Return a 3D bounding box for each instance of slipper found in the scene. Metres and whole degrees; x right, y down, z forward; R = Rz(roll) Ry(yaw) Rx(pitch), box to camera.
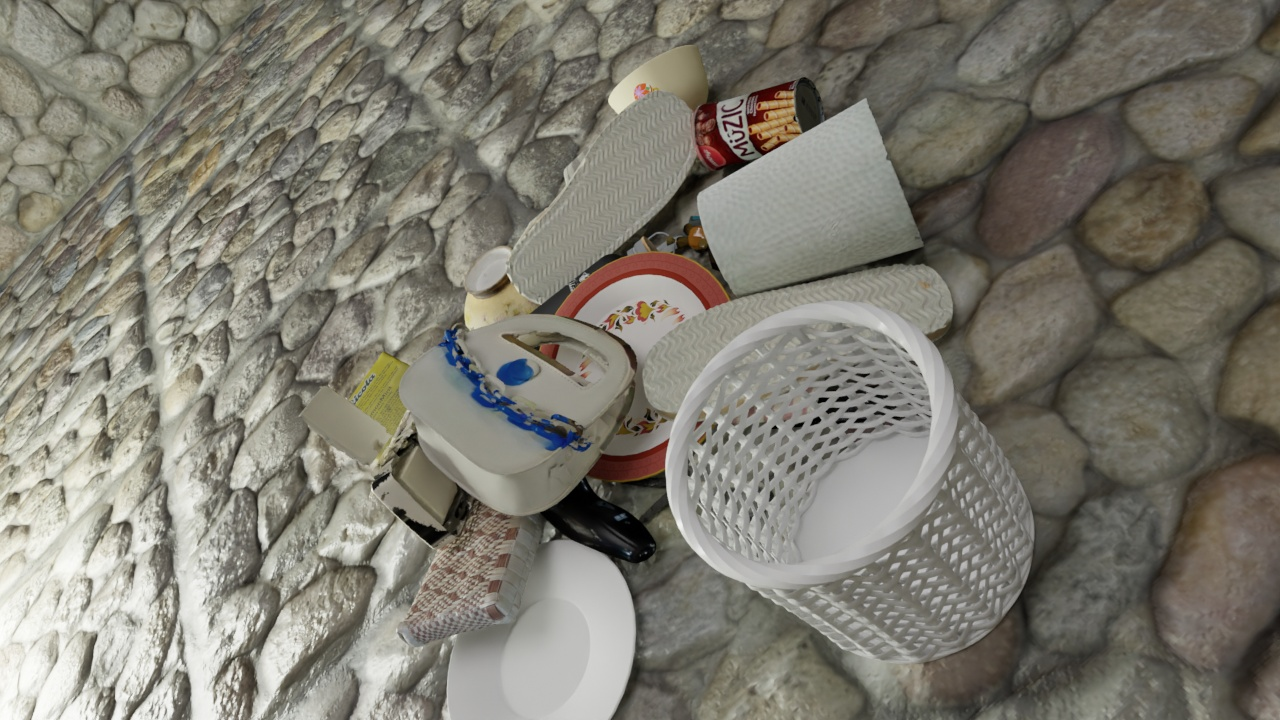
[{"bbox_3d":[-0.041,-0.175,1.007,0.273,0.114,0.054,-50,1,4],"label":"slipper"},{"bbox_3d":[0.132,-0.007,0.776,0.263,0.052,0.115,-18,52,8],"label":"slipper"}]

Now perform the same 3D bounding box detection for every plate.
[{"bbox_3d":[-0.088,0.260,0.809,0.209,0.015,0.208,-21,50,27],"label":"plate"},{"bbox_3d":[-0.005,0.005,0.884,0.230,0.021,0.229,-12,67,29],"label":"plate"}]

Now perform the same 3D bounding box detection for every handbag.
[{"bbox_3d":[-0.146,0.182,0.866,0.124,0.047,0.185,-24,29,27],"label":"handbag"},{"bbox_3d":[-0.103,0.025,0.839,0.201,0.093,0.199,30,60,29],"label":"handbag"}]

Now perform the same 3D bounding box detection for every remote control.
[{"bbox_3d":[0.171,0.037,0.758,0.140,0.009,0.030,-9,56,35],"label":"remote control"}]

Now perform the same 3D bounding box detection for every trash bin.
[{"bbox_3d":[0.144,-0.130,0.796,0.161,0.133,0.133,-22,49,19],"label":"trash bin"}]

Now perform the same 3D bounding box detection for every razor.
[{"bbox_3d":[-0.042,0.134,0.821,0.141,0.052,0.064,23,117,41],"label":"razor"}]

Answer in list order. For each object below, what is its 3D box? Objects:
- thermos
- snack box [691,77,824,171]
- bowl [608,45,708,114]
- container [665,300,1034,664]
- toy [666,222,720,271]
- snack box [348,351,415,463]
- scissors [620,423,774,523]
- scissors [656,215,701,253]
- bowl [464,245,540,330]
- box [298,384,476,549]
[{"bbox_3d":[-0.058,-0.058,0.974,0.232,0.061,0.061,-36,44,13],"label":"thermos"},{"bbox_3d":[0.122,-0.244,0.951,0.122,0.072,0.072,-6,58,36],"label":"snack box"},{"bbox_3d":[0.033,-0.293,1.050,0.118,0.117,0.074,-30,88,20],"label":"bowl"},{"bbox_3d":[0.144,0.087,0.615,0.190,0.186,0.189,-21,50,27],"label":"container"},{"bbox_3d":[0.073,-0.119,0.906,0.100,0.063,0.076,10,48,23],"label":"toy"},{"bbox_3d":[-0.280,0.069,1.081,0.181,0.045,0.121,20,73,42],"label":"snack box"},{"bbox_3d":[0.053,0.100,0.809,0.171,0.012,0.157,18,74,46],"label":"scissors"},{"bbox_3d":[0.077,-0.135,0.950,0.136,0.019,0.139,-52,44,-4],"label":"scissors"},{"bbox_3d":[-0.157,-0.086,1.063,0.145,0.063,0.145,-21,45,22],"label":"bowl"},{"bbox_3d":[-0.252,0.095,0.890,0.099,0.184,0.143,-34,18,20],"label":"box"}]
